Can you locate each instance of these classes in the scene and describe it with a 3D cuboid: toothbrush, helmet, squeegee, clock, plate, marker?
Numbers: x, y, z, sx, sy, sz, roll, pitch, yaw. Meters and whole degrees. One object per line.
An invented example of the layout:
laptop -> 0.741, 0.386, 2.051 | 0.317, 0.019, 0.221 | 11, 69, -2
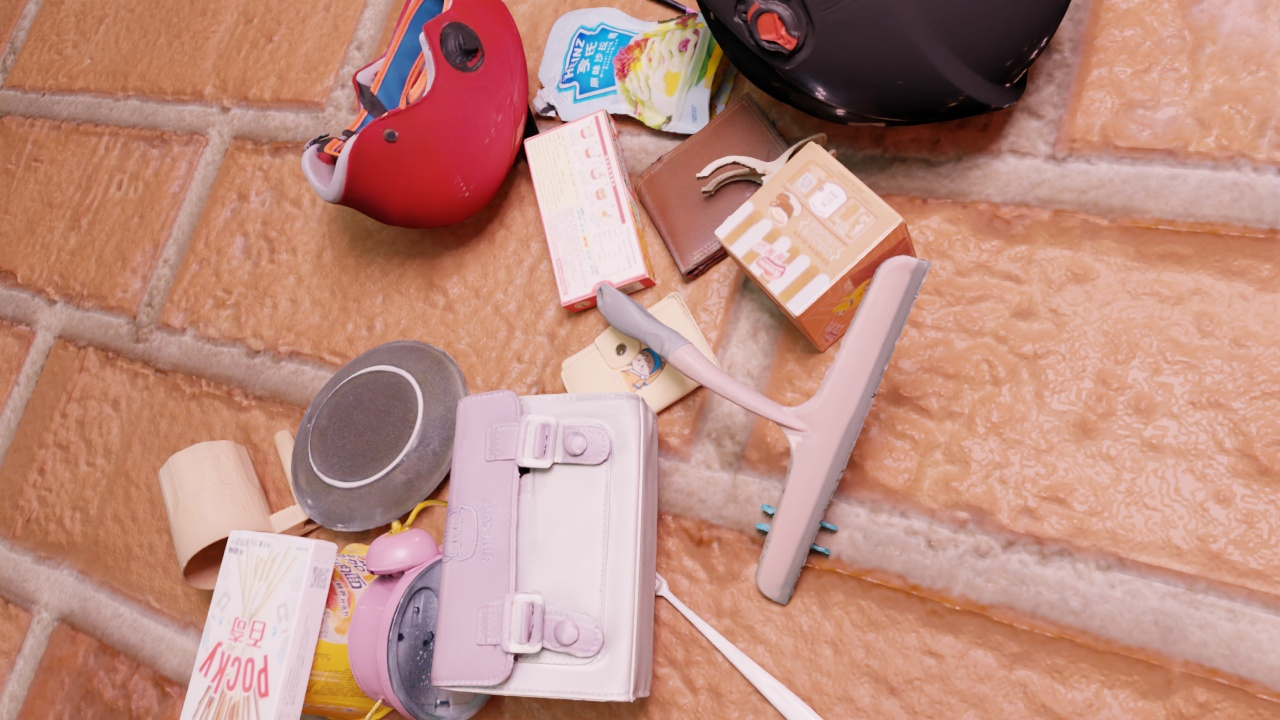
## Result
toothbrush -> 0.004, -0.330, 0.826 | 0.189, 0.014, 0.018 | 39, 101, 30
helmet -> 0.155, -0.270, 0.611 | 0.275, 0.230, 0.232 | 2, 44, 28
squeegee -> 0.039, 0.001, 0.632 | 0.250, 0.040, 0.248 | 35, 118, 38
clock -> -0.152, 0.181, 0.667 | 0.060, 0.117, 0.158 | -6, 71, 36
plate -> -0.229, 0.058, 0.781 | 0.180, 0.024, 0.179 | -11, 60, 19
helmet -> -0.170, -0.216, 0.789 | 0.207, 0.144, 0.239 | 6, 69, 57
toothbrush -> 0.060, 0.196, 0.616 | 0.180, 0.016, 0.016 | 36, 92, 30
marker -> -0.096, -0.195, 0.822 | 0.022, 0.020, 0.132 | -43, 57, 35

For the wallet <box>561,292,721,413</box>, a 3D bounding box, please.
wallet -> -0.004, 0.004, 0.709 | 0.115, 0.024, 0.087 | -34, 60, 13

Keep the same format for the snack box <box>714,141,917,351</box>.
snack box -> 0.124, -0.078, 0.645 | 0.094, 0.077, 0.092 | -43, 61, 6

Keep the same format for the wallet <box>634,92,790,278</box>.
wallet -> 0.063, -0.136, 0.722 | 0.125, 0.032, 0.101 | -35, 64, 12

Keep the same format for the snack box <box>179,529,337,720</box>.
snack box -> -0.266, 0.200, 0.636 | 0.085, 0.027, 0.156 | 1, 72, 26

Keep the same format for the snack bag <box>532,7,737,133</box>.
snack bag -> -0.010, -0.253, 0.793 | 0.191, 0.038, 0.110 | 15, 91, 29

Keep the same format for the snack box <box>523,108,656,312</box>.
snack box -> -0.043, -0.124, 0.756 | 0.077, 0.027, 0.155 | -18, 73, 14

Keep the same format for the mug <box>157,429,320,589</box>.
mug -> -0.351, 0.125, 0.807 | 0.124, 0.084, 0.103 | -27, 59, -13

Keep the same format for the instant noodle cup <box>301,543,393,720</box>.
instant noodle cup -> -0.251, 0.209, 0.706 | 0.138, 0.109, 0.138 | -9, 68, 24

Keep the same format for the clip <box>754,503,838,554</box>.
clip -> 0.106, 0.113, 0.625 | 0.056, 0.014, 0.043 | 17, 80, 27

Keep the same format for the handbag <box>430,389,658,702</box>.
handbag -> -0.064, 0.123, 0.622 | 0.145, 0.098, 0.196 | -3, 72, 14

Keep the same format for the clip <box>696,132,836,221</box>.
clip -> 0.094, -0.121, 0.674 | 0.103, 0.035, 0.092 | -4, 75, 11
